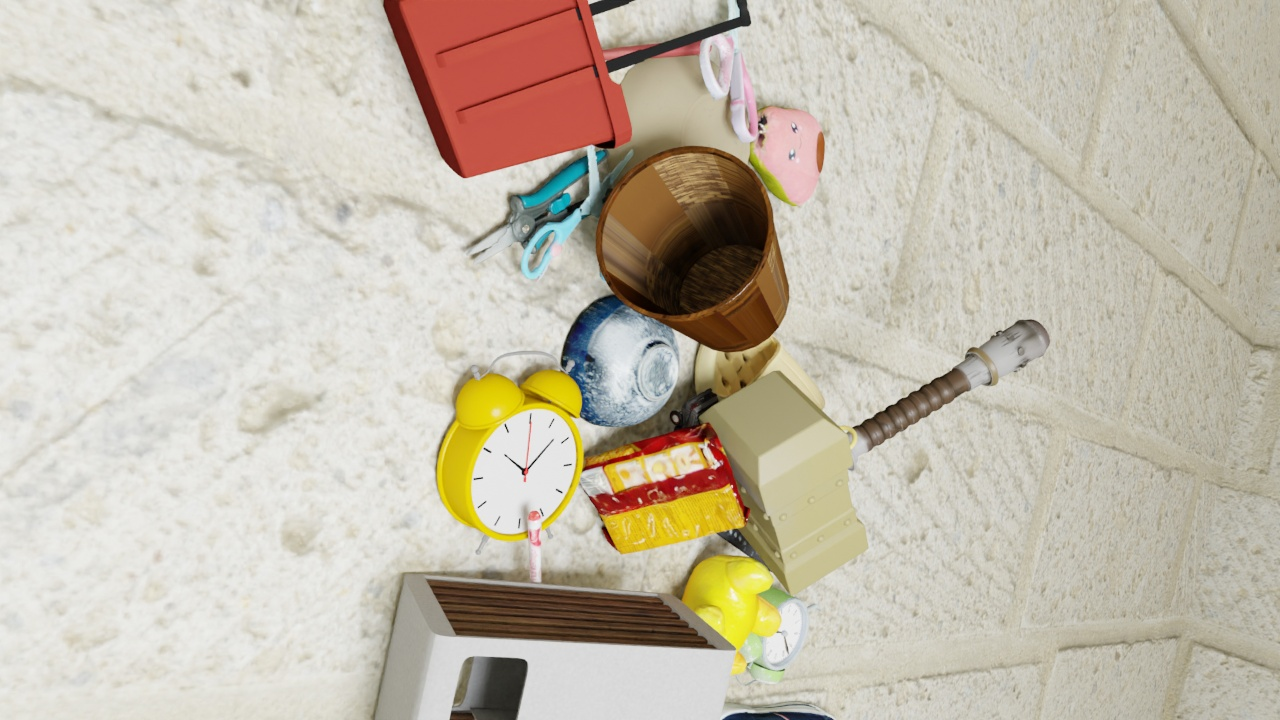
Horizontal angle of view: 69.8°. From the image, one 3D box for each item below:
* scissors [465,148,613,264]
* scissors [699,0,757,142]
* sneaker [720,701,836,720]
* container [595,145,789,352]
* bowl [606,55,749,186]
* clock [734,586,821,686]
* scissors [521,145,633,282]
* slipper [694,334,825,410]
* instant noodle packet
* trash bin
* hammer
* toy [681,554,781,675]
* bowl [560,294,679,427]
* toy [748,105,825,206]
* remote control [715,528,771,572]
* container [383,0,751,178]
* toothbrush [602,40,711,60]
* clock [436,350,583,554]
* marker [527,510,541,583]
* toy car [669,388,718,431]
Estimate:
[{"bbox_3d":[-0.071,-0.120,0.699,0.127,0.019,0.142,20,92,-50],"label":"scissors"},{"bbox_3d":[0.071,-0.271,0.758,0.103,0.016,0.178,33,51,-51],"label":"scissors"},{"bbox_3d":[0.181,0.450,1.003,0.294,0.127,0.120,30,77,-46],"label":"sneaker"},{"bbox_3d":[0.056,-0.074,0.735,0.132,0.132,0.167,-70,158,-6],"label":"container"},{"bbox_3d":[0.044,-0.183,0.774,0.152,0.050,0.152,-12,107,-42],"label":"bowl"},{"bbox_3d":[0.138,0.292,0.981,0.119,0.043,0.094,-52,129,-23],"label":"clock"},{"bbox_3d":[-0.038,-0.103,0.722,0.135,0.015,0.134,-50,145,-10],"label":"scissors"},{"bbox_3d":[0.136,0.065,0.904,0.111,0.079,0.261,-45,128,-23],"label":"slipper"},{"bbox_3d":[0.015,0.110,0.770,0.039,0.136,0.098,-71,140,-62],"label":"instant noodle packet"},{"bbox_3d":[-0.064,0.240,0.676,0.228,0.114,0.114,11,93,-25],"label":"trash bin"},{"bbox_3d":[0.232,0.053,0.831,0.324,0.100,0.190,-29,131,-10],"label":"hammer"},{"bbox_3d":[0.046,0.268,0.859,0.193,0.087,0.134,-49,145,-20],"label":"toy"},{"bbox_3d":[-0.005,0.004,0.765,0.114,0.061,0.114,-10,105,-42],"label":"bowl"},{"bbox_3d":[0.133,-0.194,0.855,0.109,0.051,0.090,7,93,-49],"label":"toy"},{"bbox_3d":[0.108,0.172,0.941,0.150,0.022,0.047,42,70,-43],"label":"remote control"},{"bbox_3d":[-0.048,-0.210,0.600,0.200,0.127,0.148,-24,117,-12],"label":"container"},{"bbox_3d":[-0.024,-0.238,0.702,0.189,0.016,0.016,-15,103,-31],"label":"toothbrush"},{"bbox_3d":[-0.095,0.067,0.700,0.113,0.052,0.152,-3,106,-43],"label":"clock"},{"bbox_3d":[-0.083,0.169,0.726,0.012,0.013,0.142,-31,141,-35],"label":"marker"},{"bbox_3d":[0.047,0.068,0.829,0.040,0.037,0.092,-27,145,-38],"label":"toy car"}]
